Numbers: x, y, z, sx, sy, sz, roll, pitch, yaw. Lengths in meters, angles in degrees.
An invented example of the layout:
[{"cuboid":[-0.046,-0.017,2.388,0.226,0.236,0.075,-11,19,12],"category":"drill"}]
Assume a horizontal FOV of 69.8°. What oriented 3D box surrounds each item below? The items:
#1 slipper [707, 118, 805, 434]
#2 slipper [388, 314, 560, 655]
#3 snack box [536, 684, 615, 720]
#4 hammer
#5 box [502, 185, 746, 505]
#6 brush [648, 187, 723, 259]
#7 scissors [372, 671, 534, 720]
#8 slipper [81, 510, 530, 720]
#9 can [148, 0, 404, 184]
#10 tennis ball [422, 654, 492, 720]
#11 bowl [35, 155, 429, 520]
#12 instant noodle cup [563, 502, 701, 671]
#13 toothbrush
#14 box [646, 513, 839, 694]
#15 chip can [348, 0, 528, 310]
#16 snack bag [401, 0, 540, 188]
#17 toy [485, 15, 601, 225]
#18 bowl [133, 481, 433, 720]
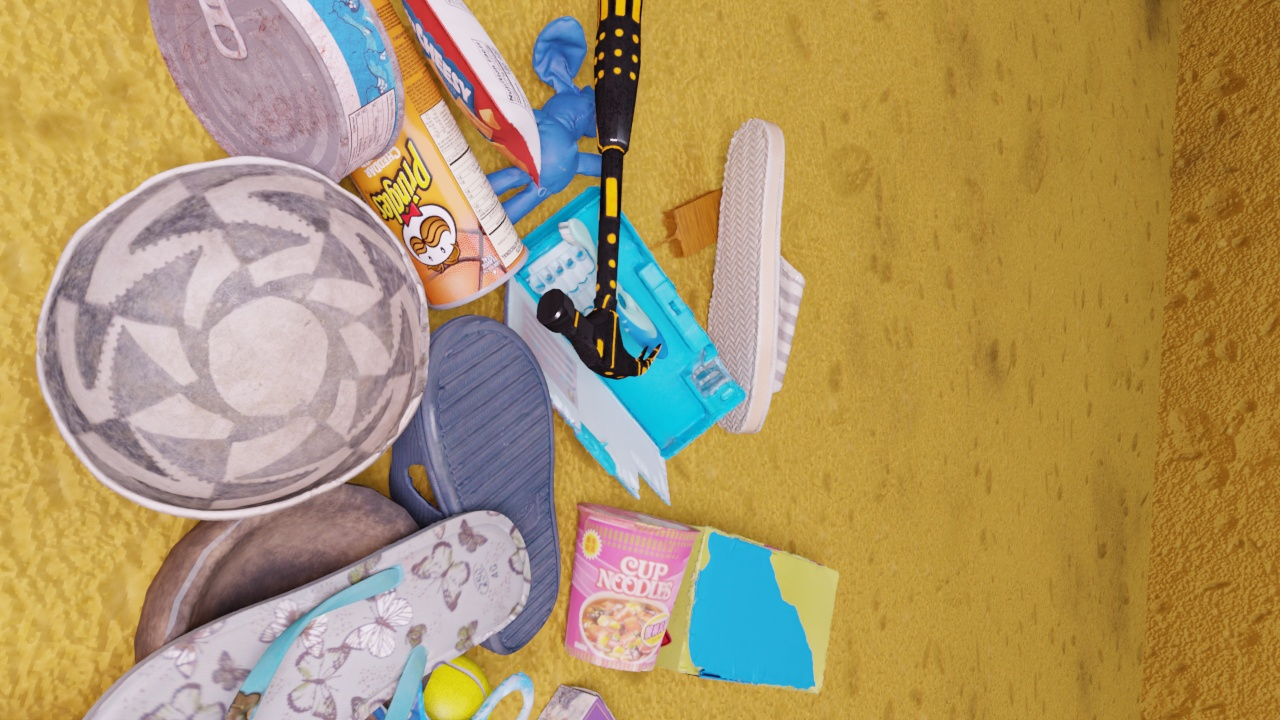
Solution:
[{"cuboid":[0.101,-0.070,0.799,0.054,0.114,0.273,0,99,-15],"category":"slipper"},{"cuboid":[-0.111,0.080,0.598,0.101,0.083,0.264,-40,138,-41],"category":"slipper"},{"cuboid":[-0.052,0.345,0.675,0.147,0.041,0.143,-50,124,-37],"category":"snack box"},{"cuboid":[-0.017,-0.140,0.624,0.123,0.036,0.320,35,51,-53],"category":"hammer"},{"cuboid":[-0.021,0.005,0.697,0.227,0.086,0.169,53,54,-34],"category":"box"},{"cuboid":[0.040,-0.117,0.813,0.126,0.017,0.048,-32,113,-44],"category":"brush"},{"cuboid":[-0.115,0.211,0.523,0.133,0.011,0.140,-38,117,-41],"category":"scissors"},{"cuboid":[-0.151,0.150,0.445,0.267,0.055,0.098,-32,105,-42],"category":"slipper"},{"cuboid":[-0.186,-0.152,0.471,0.044,0.130,0.130,-49,124,-38],"category":"can"},{"cuboid":[-0.125,0.217,0.577,0.065,0.065,0.065,2,87,-49],"category":"tennis ball"},{"cuboid":[-0.197,-0.006,0.470,0.178,0.081,0.178,3,76,-10],"category":"bowl"},{"cuboid":[-0.013,0.171,0.693,0.097,0.098,0.108,19,82,-47],"category":"instant noodle cup"},{"cuboid":[-0.017,-0.047,0.637,0.135,0.017,0.022,54,52,-36],"category":"toothbrush"},{"cuboid":[0.079,0.217,0.804,0.220,0.083,0.124,24,71,-43],"category":"box"},{"cuboid":[-0.150,-0.139,0.553,0.075,0.075,0.215,-49,124,-38],"category":"chip can"},{"cuboid":[-0.102,-0.176,0.548,0.039,0.144,0.131,-34,85,-1],"category":"snack bag"},{"cuboid":[-0.067,-0.166,0.658,0.175,0.071,0.113,-61,141,-31],"category":"toy"},{"cuboid":[-0.192,0.144,0.499,0.162,0.070,0.162,2,87,-49],"category":"bowl"}]
